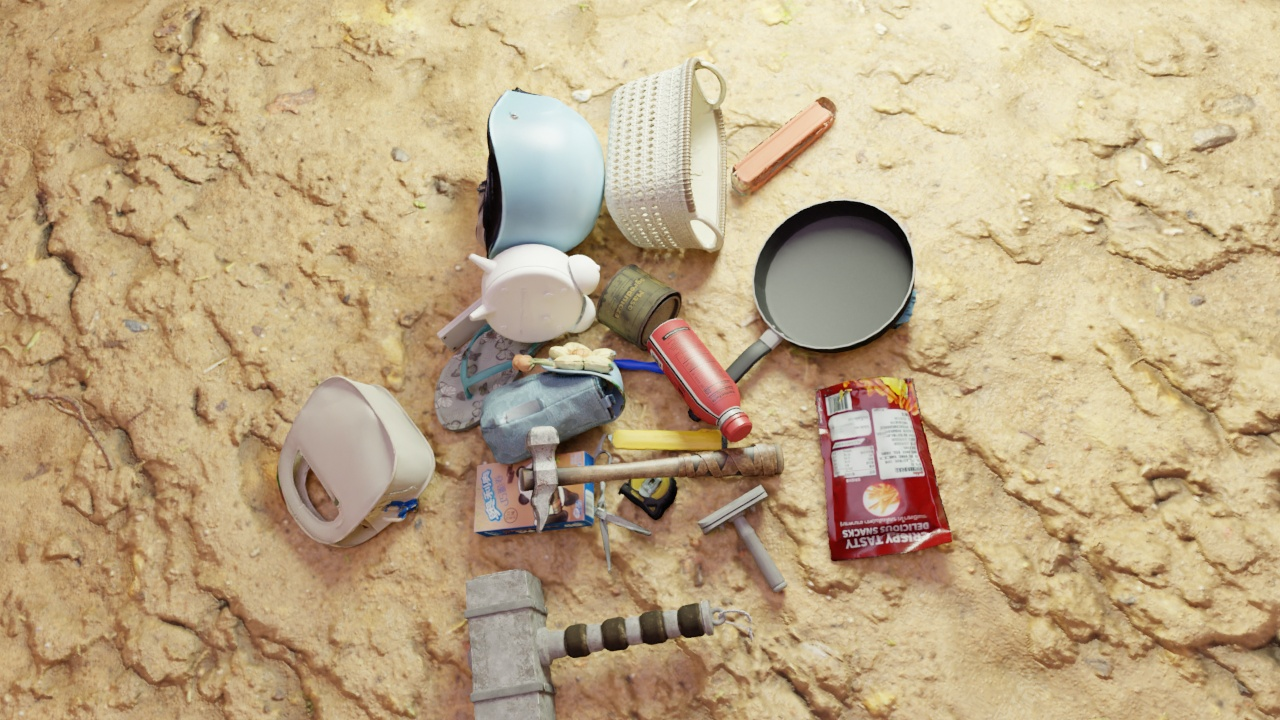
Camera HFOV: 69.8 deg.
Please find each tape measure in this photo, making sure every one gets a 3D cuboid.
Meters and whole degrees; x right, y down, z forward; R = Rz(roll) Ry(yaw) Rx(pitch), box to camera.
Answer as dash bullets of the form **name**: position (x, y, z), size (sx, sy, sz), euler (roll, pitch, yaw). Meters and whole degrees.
- **tape measure**: position (0.014, 0.155, 1.125), size (0.062, 0.034, 0.061), euler (32, 79, 24)

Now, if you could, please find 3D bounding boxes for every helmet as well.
- **helmet**: position (-0.133, -0.240, 1.222), size (0.166, 0.226, 0.265), euler (3, 27, -12)

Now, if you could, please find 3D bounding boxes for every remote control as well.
- **remote control**: position (-0.215, -0.067, 1.250), size (0.135, 0.050, 0.011), euler (-41, 67, -8)

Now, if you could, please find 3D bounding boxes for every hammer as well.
- **hammer**: position (-0.037, 0.313, 1.046), size (0.326, 0.079, 0.176), euler (-12, 66, 5)
- **hammer**: position (0.016, 0.130, 1.088), size (0.318, 0.049, 0.121), euler (-3, 81, -11)

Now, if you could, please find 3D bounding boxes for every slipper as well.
- **slipper**: position (-0.184, -0.024, 1.227), size (0.098, 0.055, 0.268), euler (36, 77, 24)

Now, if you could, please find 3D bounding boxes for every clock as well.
- **clock**: position (-0.134, -0.078, 1.156), size (0.161, 0.126, 0.072), euler (-1, 46, -10)

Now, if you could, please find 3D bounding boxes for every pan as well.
- **pan**: position (0.193, -0.051, 1.169), size (0.356, 0.044, 0.204), euler (-47, 60, 3)

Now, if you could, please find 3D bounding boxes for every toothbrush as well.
- **toothbrush**: position (-0.007, 0.007, 1.204), size (0.182, 0.018, 0.016), euler (6, 70, 9)

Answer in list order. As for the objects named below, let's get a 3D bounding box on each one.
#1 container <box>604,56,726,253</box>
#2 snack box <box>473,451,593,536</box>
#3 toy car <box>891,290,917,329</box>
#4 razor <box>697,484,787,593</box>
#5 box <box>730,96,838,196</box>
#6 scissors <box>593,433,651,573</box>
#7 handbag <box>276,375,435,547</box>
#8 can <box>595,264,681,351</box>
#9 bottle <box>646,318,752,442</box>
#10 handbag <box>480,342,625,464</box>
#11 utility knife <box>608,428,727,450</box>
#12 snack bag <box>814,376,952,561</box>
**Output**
- **container**: position (0.042, -0.265, 1.222), size (0.143, 0.184, 0.245), euler (-4, 67, 19)
- **snack box**: position (-0.132, 0.166, 1.134), size (0.151, 0.034, 0.087), euler (-9, 66, 18)
- **toy car**: position (0.297, -0.072, 1.173), size (0.108, 0.027, 0.060), euler (12, 75, 27)
- **razor**: position (0.134, 0.218, 1.078), size (0.088, 0.047, 0.116), euler (-30, 74, -3)
- **box**: position (0.200, -0.303, 1.276), size (0.186, 0.056, 0.059), euler (-42, 35, -10)
- **scissors**: position (-0.048, 0.172, 1.124), size (0.142, 0.014, 0.174), euler (-6, 69, 25)
- **handbag**: position (-0.373, 0.139, 1.185), size (0.200, 0.093, 0.200), euler (-46, 66, 12)
- **can**: position (-0.001, -0.068, 1.190), size (0.074, 0.090, 0.089), euler (34, 77, 21)
- **bottle**: position (0.076, 0.027, 1.131), size (0.062, 0.062, 0.176), euler (-33, 58, -5)
- **handbag**: position (-0.114, 0.042, 1.145), size (0.192, 0.121, 0.119), euler (-21, 111, 4)
- **utility knife**: position (0.036, 0.099, 1.146), size (0.151, 0.017, 0.030), euler (2, 54, -4)
- **snack bag**: position (0.278, 0.124, 1.079), size (0.139, 0.066, 0.207), euler (-9, 68, 12)
